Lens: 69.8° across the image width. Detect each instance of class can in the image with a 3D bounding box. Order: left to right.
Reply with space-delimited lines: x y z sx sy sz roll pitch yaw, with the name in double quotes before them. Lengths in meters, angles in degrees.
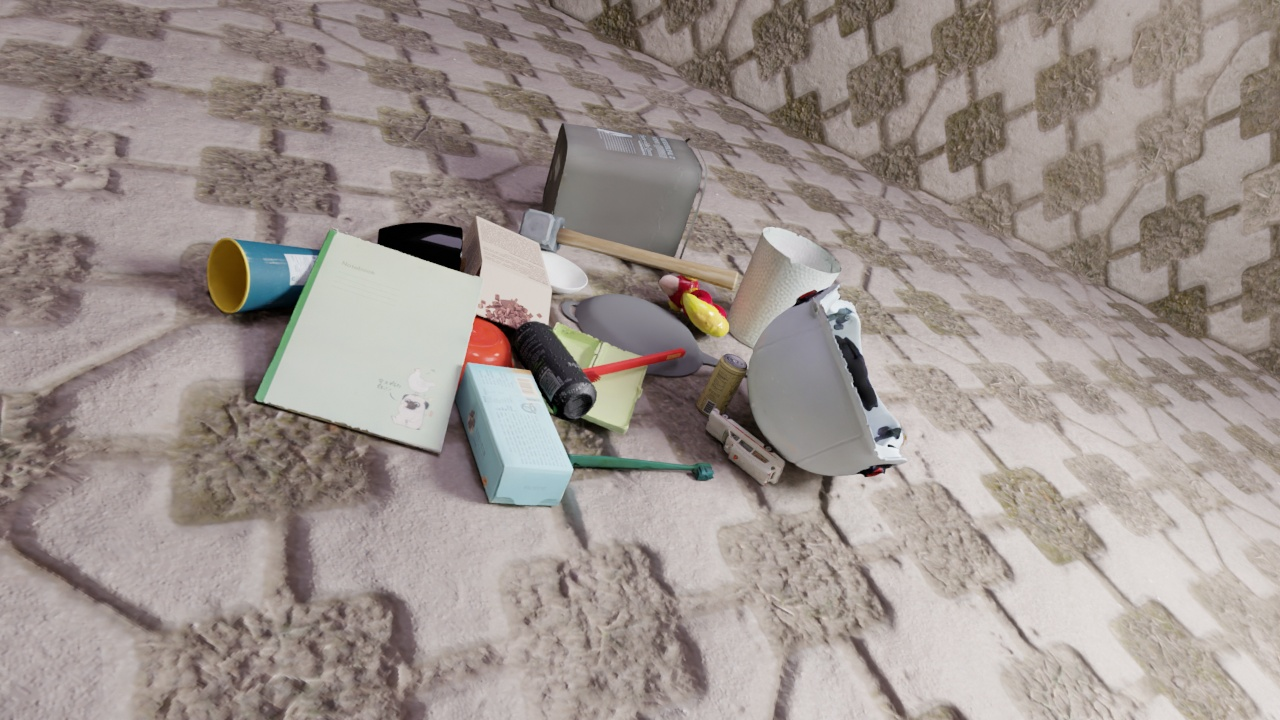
"can" -0.098 0.010 1.031 0.053 0.054 0.137 3 33 -37
"can" 0.105 0.033 1.182 0.038 0.080 0.038 20 28 -11

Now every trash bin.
"trash bin" -0.035 -0.277 1.505 0.220 0.198 0.197 10 30 -15
"trash bin" 0.213 -0.104 1.424 0.133 0.162 0.133 20 28 -11

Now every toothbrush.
"toothbrush" -0.007 0.007 1.150 0.018 0.012 0.212 38 31 29
"toothbrush" 0.003 0.119 1.016 0.189 0.016 0.017 8 37 -30

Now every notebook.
"notebook" -0.273 -0.027 0.965 0.182 0.010 0.251 18 46 -14

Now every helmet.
"helmet" 0.215 0.040 1.136 0.236 0.164 0.263 69 17 4

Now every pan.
"pan" 0.059 -0.023 1.303 0.354 0.024 0.216 20 28 -12

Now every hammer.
"hammer" -0.017 -0.156 1.342 0.323 0.051 0.117 15 2 4

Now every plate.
"plate" -0.128 -0.121 1.314 0.104 0.026 0.104 19 28 -11

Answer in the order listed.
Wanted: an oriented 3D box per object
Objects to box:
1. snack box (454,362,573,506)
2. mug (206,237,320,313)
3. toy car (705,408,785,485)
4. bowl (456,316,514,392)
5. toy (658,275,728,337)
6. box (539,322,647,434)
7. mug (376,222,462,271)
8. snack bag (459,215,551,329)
"snack box" -0.133 0.073 0.941 0.075 0.053 0.174 8 30 -30
"mug" -0.390 -0.092 0.992 0.078 0.078 0.121 41 26 27
"toy car" 0.122 0.107 1.118 0.113 0.039 0.038 37 51 22
"bowl" -0.198 -0.016 1.050 0.130 0.045 0.130 19 28 -11
"toy" 0.089 -0.082 1.380 0.105 0.067 0.137 33 12 -45
"box" -0.064 0.020 1.121 0.137 0.024 0.186 18 27 -2
"mug" -0.277 -0.117 1.138 0.100 0.085 0.118 6 62 -17
"snack bag" -0.174 -0.094 1.161 0.094 0.070 0.206 21 25 -25
